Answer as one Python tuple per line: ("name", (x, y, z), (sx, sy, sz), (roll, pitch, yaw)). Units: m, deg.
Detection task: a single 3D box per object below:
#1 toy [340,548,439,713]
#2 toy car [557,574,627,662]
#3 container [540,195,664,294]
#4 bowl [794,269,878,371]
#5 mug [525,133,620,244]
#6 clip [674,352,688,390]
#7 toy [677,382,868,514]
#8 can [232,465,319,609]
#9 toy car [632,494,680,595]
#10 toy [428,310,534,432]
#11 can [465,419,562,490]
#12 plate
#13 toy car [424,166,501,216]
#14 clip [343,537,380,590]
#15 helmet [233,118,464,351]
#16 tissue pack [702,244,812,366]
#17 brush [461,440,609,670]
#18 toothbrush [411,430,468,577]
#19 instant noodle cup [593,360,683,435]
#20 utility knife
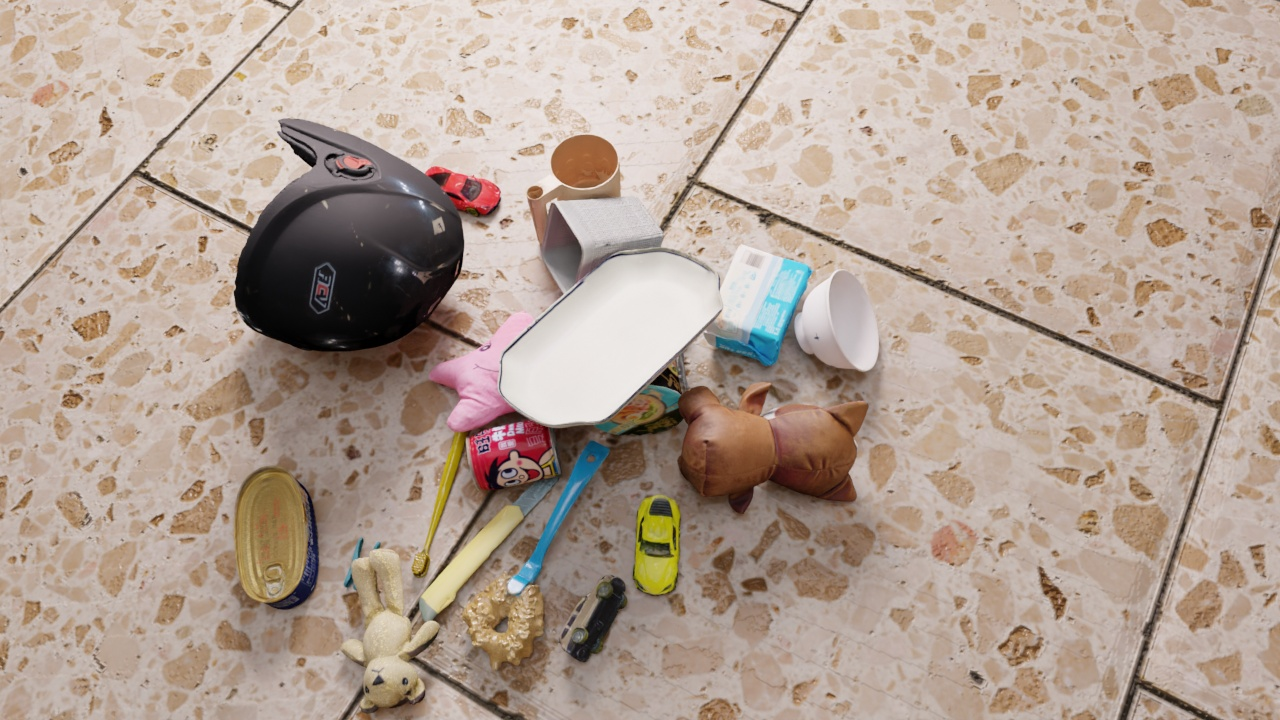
("toy", (-0.257, 0.268, 0.919), (0.105, 0.066, 0.157), (-14, 71, 1))
("toy car", (-0.047, 0.258, 0.929), (0.035, 0.042, 0.090), (21, 71, 36))
("container", (-0.043, -0.136, 1.080), (0.114, 0.090, 0.090), (-14, 55, -27))
("bowl", (0.215, -0.039, 1.044), (0.065, 0.118, 0.118), (-15, 57, 37))
("mug", (-0.080, -0.201, 1.120), (0.124, 0.104, 0.084), (-36, 68, -15))
("clip", (0.045, 0.009, 1.058), (0.033, 0.025, 0.057), (-2, 68, 7))
("toy", (0.138, 0.091, 0.969), (0.199, 0.140, 0.130), (0, 28, 0))
("can", (-0.385, 0.188, 0.972), (0.074, 0.049, 0.148), (-14, 64, -4))
("toy car", (0.018, 0.193, 0.965), (0.048, 0.032, 0.105), (3, 66, 3))
("toy", (-0.149, 0.007, 1.038), (0.195, 0.075, 0.178), (-10, 42, 8))
("can", (-0.137, 0.102, 0.995), (0.094, 0.067, 0.066), (-12, 64, -4))
("plate", (-0.028, -0.022, 0.965), (0.162, 0.034, 0.265), (29, 61, 32))
("toy car", (-0.231, -0.218, 1.176), (0.106, 0.031, 0.049), (17, 67, 8))
("clip", (-0.297, 0.217, 0.975), (0.040, 0.014, 0.056), (12, 66, 8))
("helmet", (-0.322, -0.121, 1.010), (0.230, 0.234, 0.274), (22, 25, -4))
("tissue pack", (0.137, -0.066, 1.069), (0.090, 0.063, 0.139), (19, 65, 13))
("brush", (-0.102, 0.196, 0.955), (0.083, 0.046, 0.254), (23, 73, 17))
("toothbrush", (-0.217, 0.143, 1.006), (0.016, 0.017, 0.189), (10, 65, 6))
("instant noodle cup", (-0.006, 0.006, 1.022), (0.111, 0.111, 0.120), (-3, 58, 1))
("utility knife", (-0.161, 0.193, 0.978), (0.031, 0.021, 0.206), (38, 74, 14))
